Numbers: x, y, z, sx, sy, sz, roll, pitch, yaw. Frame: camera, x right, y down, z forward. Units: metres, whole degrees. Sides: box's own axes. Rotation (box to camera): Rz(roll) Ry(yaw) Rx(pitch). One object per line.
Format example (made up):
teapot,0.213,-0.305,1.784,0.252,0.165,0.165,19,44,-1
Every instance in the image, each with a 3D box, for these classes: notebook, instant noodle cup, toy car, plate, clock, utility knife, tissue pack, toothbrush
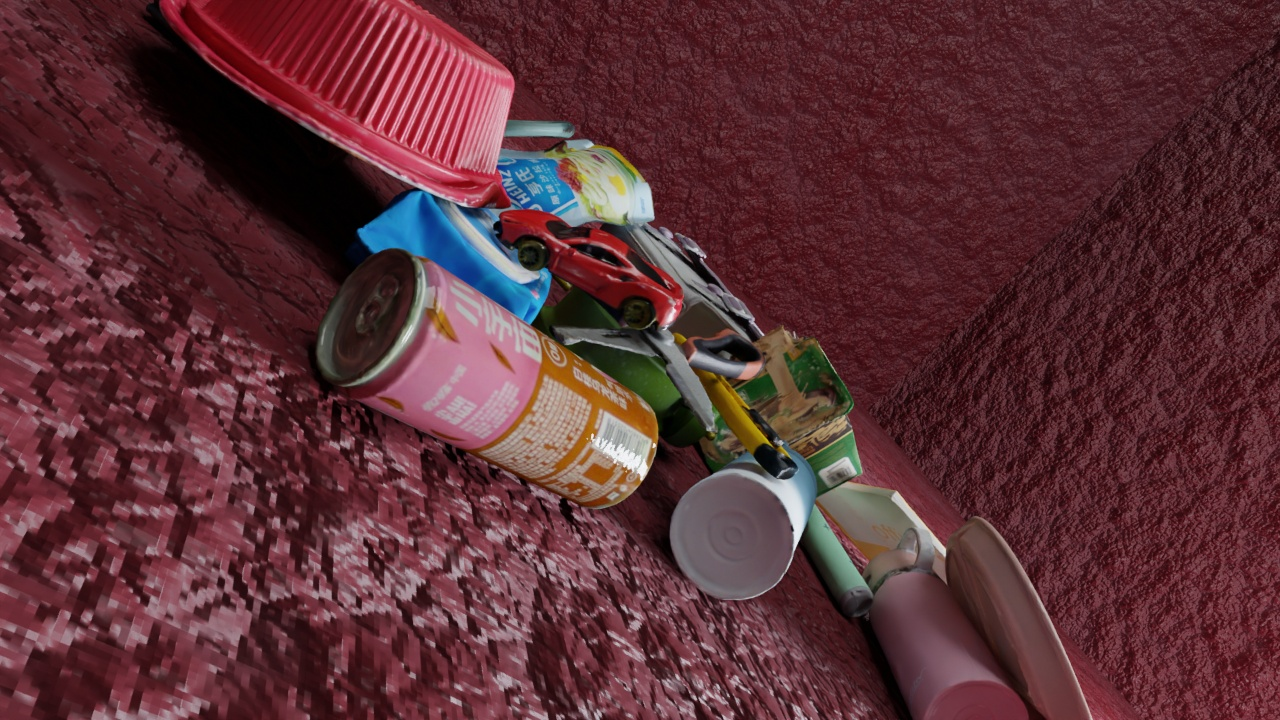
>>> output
notebook,0.237,0.177,0.807,0.206,0.010,0.146,47,-17,-16
instant noodle cup,-0.135,-0.155,0.472,0.194,0.066,0.193,33,13,-9
toy car,-0.026,-0.052,0.478,0.106,0.031,0.049,27,18,-5
plate,0.258,0.222,0.629,0.229,0.028,0.229,-16,89,-85
clock,-0.004,0.004,0.620,0.161,0.056,0.116,37,14,-37
utility knife,0.051,0.023,0.538,0.033,0.015,0.154,35,12,-34
tissue pack,-0.094,-0.050,0.484,0.095,0.052,0.157,43,10,-10
toothbrush,0.137,0.131,0.760,0.027,0.026,0.224,20,19,-18

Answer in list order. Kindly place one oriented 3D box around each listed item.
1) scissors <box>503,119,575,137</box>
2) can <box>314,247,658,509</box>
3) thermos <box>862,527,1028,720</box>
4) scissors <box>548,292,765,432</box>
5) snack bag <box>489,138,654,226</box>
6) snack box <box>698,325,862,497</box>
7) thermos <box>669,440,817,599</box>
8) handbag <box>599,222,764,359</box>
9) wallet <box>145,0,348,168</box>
scissors,-0.131,-0.205,0.808,0.178,0.019,0.173,3,13,2
can,-0.055,0.013,0.375,0.147,0.058,0.058,35,14,-45
thermos,0.205,0.188,0.642,0.067,0.087,0.198,14,14,-1
scissors,0.013,-0.014,0.518,0.189,0.015,0.222,23,19,-31
snack bag,-0.076,-0.149,0.797,0.190,0.039,0.110,-20,72,-46
snack box,0.117,0.058,0.740,0.105,0.118,0.117,51,13,-40
thermos,0.073,0.090,0.561,0.070,0.070,0.220,47,10,11
handbag,0.038,-0.045,0.841,0.145,0.098,0.197,33,16,-36
wallet,-0.215,-0.167,0.539,0.124,0.032,0.101,42,14,-13
